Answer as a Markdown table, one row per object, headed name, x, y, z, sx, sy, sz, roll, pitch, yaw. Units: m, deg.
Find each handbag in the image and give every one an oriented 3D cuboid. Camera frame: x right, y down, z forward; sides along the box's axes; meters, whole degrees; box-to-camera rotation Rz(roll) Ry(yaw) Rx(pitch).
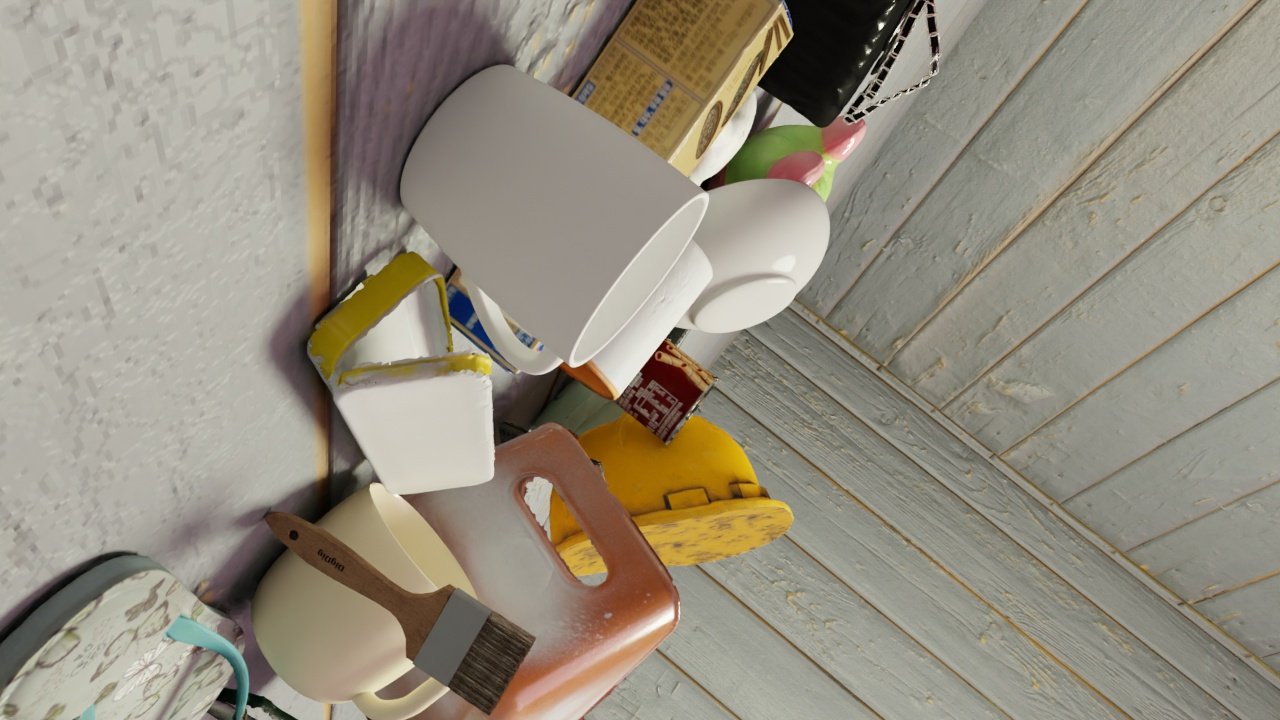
| name | x | y | z | sx | sy | sz | roll | pitch | yaw |
| --- | --- | --- | --- | --- | --- | --- | --- | --- | --- |
| handbag | 0.158 | -0.231 | 0.591 | 0.125 | 0.115 | 0.154 | -51 | 170 | -20 |

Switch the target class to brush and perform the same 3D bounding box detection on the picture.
| name | x | y | z | sx | sy | sz | roll | pitch | yaw |
| --- | --- | --- | --- | --- | --- | --- | --- | --- | --- |
| brush | -0.121 | 0.113 | 0.440 | 0.045 | 0.143 | 0.008 | -61 | 174 | 9 |

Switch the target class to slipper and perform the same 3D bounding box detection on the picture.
| name | x | y | z | sx | sy | sz | roll | pitch | yaw |
| --- | --- | --- | --- | --- | --- | --- | --- | --- | --- |
| slipper | -0.218 | 0.157 | 0.426 | 0.098 | 0.055 | 0.270 | -50 | 173 | -35 |

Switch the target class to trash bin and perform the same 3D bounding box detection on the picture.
| name | x | y | z | sx | sy | sz | roll | pitch | yaw |
| --- | --- | --- | --- | --- | --- | --- | --- | --- | --- |
| trash bin | -0.116 | 0.195 | 0.682 | 0.157 | 0.181 | 0.261 | -20 | 155 | -40 |

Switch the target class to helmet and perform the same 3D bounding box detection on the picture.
| name | x | y | z | sx | sy | sz | roll | pitch | yaw |
| --- | --- | --- | --- | --- | --- | --- | --- | --- | --- |
| helmet | 0.015 | 0.111 | 0.838 | 0.206 | 0.131 | 0.255 | -27 | 156 | 31 |

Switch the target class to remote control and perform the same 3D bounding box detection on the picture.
| name | x | y | z | sx | sy | sz | roll | pitch | yaw |
| --- | --- | --- | --- | --- | --- | --- | --- | --- | --- |
| remote control | -0.073 | 0.079 | 0.722 | 0.013 | 0.137 | 0.033 | -18 | 111 | -37 |

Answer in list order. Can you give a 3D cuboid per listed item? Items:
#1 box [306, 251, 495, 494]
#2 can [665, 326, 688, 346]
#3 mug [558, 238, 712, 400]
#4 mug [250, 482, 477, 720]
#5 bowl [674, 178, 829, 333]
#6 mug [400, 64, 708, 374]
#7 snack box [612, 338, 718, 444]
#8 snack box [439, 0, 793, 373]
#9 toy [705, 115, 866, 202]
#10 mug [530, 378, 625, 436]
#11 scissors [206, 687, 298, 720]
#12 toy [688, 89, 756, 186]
| name | x | y | z | sx | sy | sz | roll | pitch | yaw |
| --- | --- | --- | --- | --- | --- | --- | --- | --- | --- |
| box | -0.110 | 0.023 | 0.443 | 0.067 | 0.070 | 0.211 | -27 | 166 | -17 |
| can | 0.037 | -0.055 | 1.000 | 0.138 | 0.054 | 0.053 | -54 | 173 | 26 |
| mug | -0.016 | -0.039 | 0.594 | 0.105 | 0.082 | 0.082 | -51 | 174 | -11 |
| mug | -0.152 | 0.144 | 0.507 | 0.099 | 0.120 | 0.096 | -39 | 158 | -5 |
| bowl | 0.076 | -0.069 | 0.747 | 0.176 | 0.066 | 0.177 | -15 | 158 | -6 |
| mug | -0.041 | -0.045 | 0.353 | 0.080 | 0.087 | 0.114 | -44 | 170 | -49 |
| snack box | -0.004 | 0.004 | 0.743 | 0.072 | 0.121 | 0.072 | -51 | 173 | -9 |
| snack box | -0.014 | -0.090 | 0.434 | 0.207 | 0.056 | 0.057 | -53 | 174 | 15 |
| toy | 0.102 | -0.140 | 0.838 | 0.191 | 0.097 | 0.237 | -35 | 175 | -33 |
| mug | -0.048 | 0.053 | 0.894 | 0.103 | 0.084 | 0.111 | -39 | 171 | -21 |
| scissors | -0.175 | 0.248 | 0.586 | 0.202 | 0.203 | 0.015 | -20 | -139 | 32 |
| toy | 0.051 | -0.153 | 0.623 | 0.122 | 0.038 | 0.079 | -47 | 166 | -55 |
